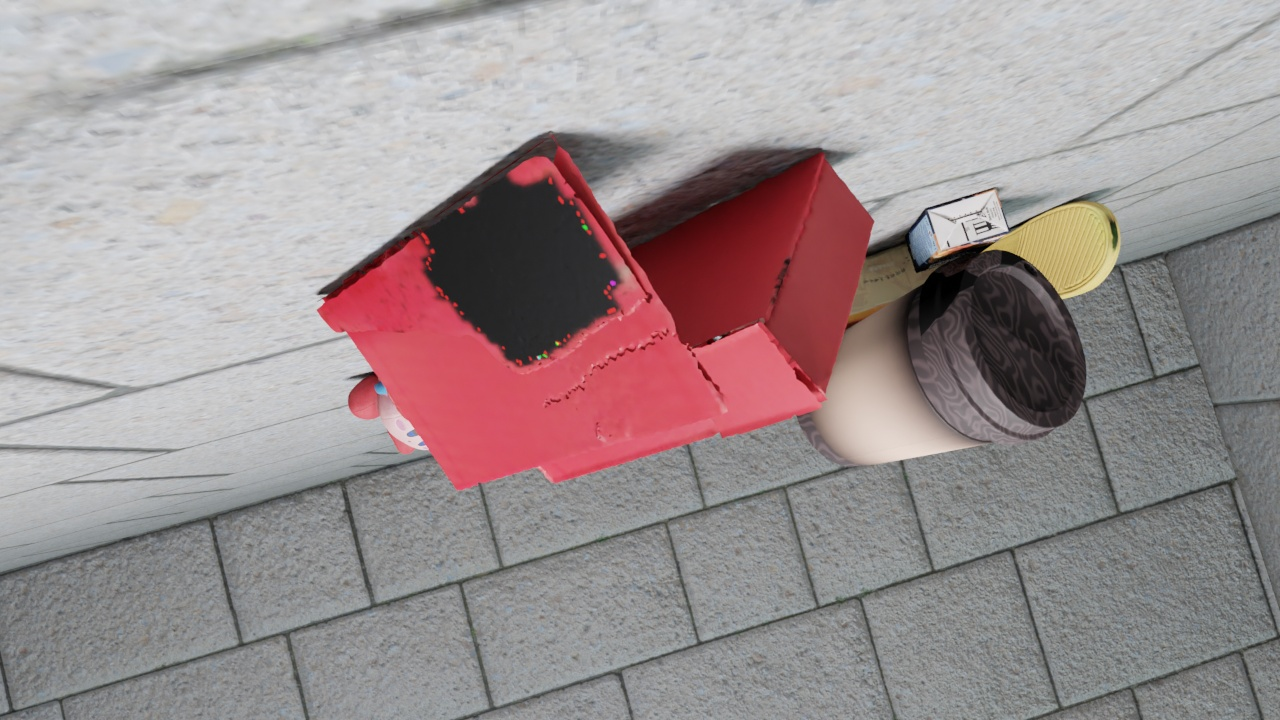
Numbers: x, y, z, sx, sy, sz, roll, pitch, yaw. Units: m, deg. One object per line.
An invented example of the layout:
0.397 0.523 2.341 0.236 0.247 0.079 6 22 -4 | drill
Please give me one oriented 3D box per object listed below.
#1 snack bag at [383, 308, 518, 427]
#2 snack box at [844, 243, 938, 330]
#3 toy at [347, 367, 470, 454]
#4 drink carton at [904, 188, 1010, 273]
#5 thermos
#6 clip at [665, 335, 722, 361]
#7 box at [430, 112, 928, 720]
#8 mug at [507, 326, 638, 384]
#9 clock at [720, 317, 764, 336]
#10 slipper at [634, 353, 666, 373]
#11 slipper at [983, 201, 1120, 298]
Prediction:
-0.130 0.007 0.661 0.082 0.082 0.176 -16 175 6 | snack bag
0.283 -0.063 1.012 0.145 0.080 0.195 -17 160 10 | snack box
-0.182 0.023 0.814 0.132 0.096 0.124 -9 139 22 | toy
0.278 -0.112 0.817 0.064 0.040 0.130 -16 176 8 | drink carton
0.266 0.014 0.864 0.172 0.172 0.227 -13 170 -36 | thermos
0.031 -0.005 0.830 0.163 0.028 0.113 31 152 -23 | clip
0.080 0.068 0.534 0.218 0.351 0.197 -23 -151 45 | box
-0.052 0.008 0.683 0.085 0.121 0.094 23 -178 8 | mug
0.109 -0.018 0.919 0.072 0.120 0.158 -7 -177 -8 | clock
-0.073 0.013 0.802 0.240 0.094 0.064 -3 149 47 | slipper
0.473 -0.116 1.071 0.078 0.099 0.264 -5 177 -15 | slipper
